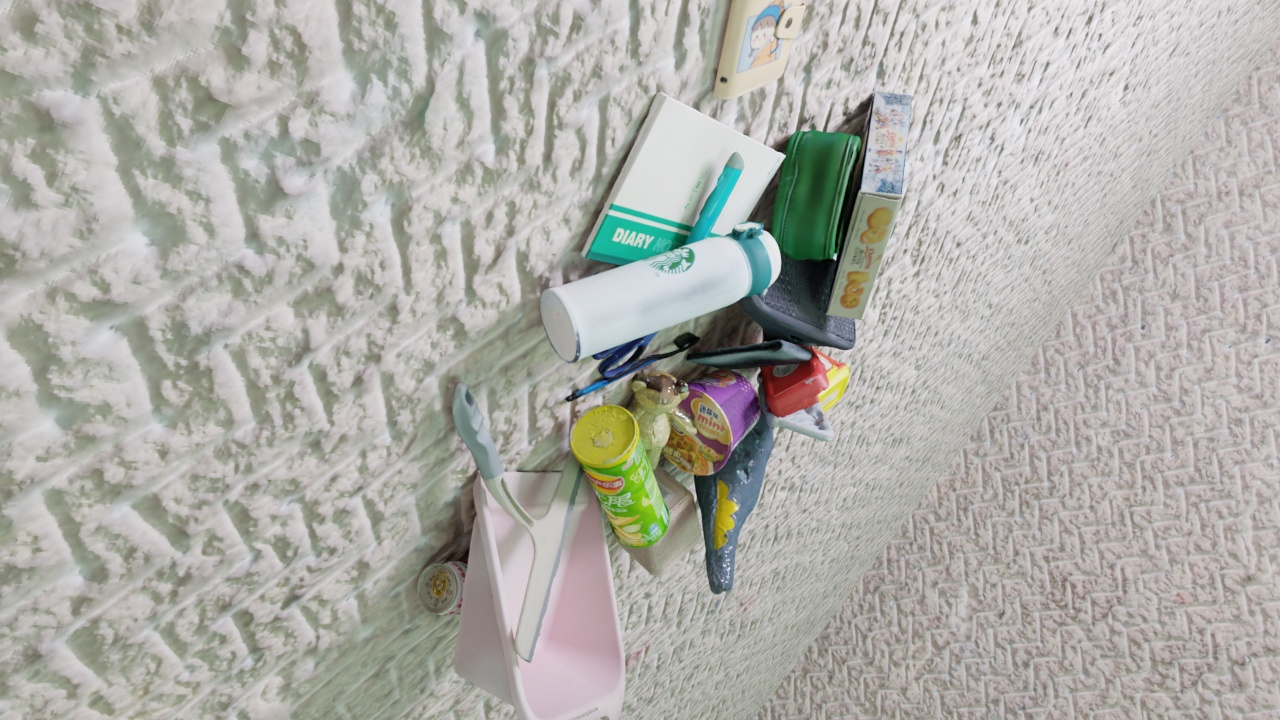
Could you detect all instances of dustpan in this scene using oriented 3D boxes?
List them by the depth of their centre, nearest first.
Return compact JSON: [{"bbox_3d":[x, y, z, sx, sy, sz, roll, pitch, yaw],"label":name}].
[{"bbox_3d":[-0.075,0.253,0.941,0.222,0.139,0.273,8,95,-61],"label":"dustpan"}]

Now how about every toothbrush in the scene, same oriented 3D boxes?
[{"bbox_3d":[-0.006,0.006,0.973,0.189,0.016,0.014,-25,153,-35],"label":"toothbrush"}]

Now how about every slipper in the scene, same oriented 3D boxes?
[{"bbox_3d":[0.164,-0.074,1.054,0.267,0.083,0.110,14,72,-50],"label":"slipper"}]

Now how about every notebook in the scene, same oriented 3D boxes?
[{"bbox_3d":[0.044,-0.146,0.838,0.208,0.012,0.150,4,120,-54],"label":"notebook"}]

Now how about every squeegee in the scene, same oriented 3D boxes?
[{"bbox_3d":[-0.129,0.107,0.847,0.247,0.039,0.245,68,26,-42],"label":"squeegee"}]

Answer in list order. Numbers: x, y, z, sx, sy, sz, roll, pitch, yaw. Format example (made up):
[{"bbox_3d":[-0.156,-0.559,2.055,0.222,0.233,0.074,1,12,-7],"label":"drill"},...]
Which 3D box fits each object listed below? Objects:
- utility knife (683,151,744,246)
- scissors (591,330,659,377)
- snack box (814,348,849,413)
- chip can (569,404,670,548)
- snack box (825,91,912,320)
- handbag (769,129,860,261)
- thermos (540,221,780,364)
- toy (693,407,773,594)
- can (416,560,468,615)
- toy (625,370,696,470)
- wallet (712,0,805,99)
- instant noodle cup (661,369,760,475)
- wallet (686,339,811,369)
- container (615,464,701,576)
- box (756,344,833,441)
[{"bbox_3d":[0.056,-0.123,0.854,0.029,0.013,0.162,-5,131,-48],"label":"utility knife"},{"bbox_3d":[0.023,-0.037,0.932,0.172,0.012,0.129,-19,145,-30],"label":"scissors"},{"bbox_3d":[0.236,0.030,1.286,0.091,0.080,0.082,-32,149,-31],"label":"snack box"},{"bbox_3d":[-0.018,0.134,1.005,0.072,0.072,0.221,-42,147,-16],"label":"chip can"},{"bbox_3d":[0.251,-0.168,1.009,0.178,0.046,0.182,92,12,-51],"label":"snack box"},{"bbox_3d":[0.181,-0.167,0.947,0.120,0.068,0.131,2,100,-75],"label":"handbag"},{"bbox_3d":[0.025,-0.066,0.818,0.223,0.073,0.073,-21,142,-25],"label":"thermos"},{"bbox_3d":[0.127,0.136,1.190,0.355,0.091,0.138,-59,136,-54],"label":"toy"},{"bbox_3d":[-0.172,0.236,0.962,0.053,0.053,0.132,-54,153,8],"label":"can"},{"bbox_3d":[0.009,0.072,1.032,0.105,0.066,0.158,7,135,-9],"label":"toy"},{"bbox_3d":[0.103,-0.281,0.766,0.087,0.024,0.115,-25,143,-31],"label":"wallet"},{"bbox_3d":[0.083,0.064,1.085,0.099,0.111,0.112,-33,149,-48],"label":"instant noodle cup"},{"bbox_3d":[0.126,-0.006,1.064,0.097,0.121,0.019,14,71,-59],"label":"wallet"},{"bbox_3d":[0.018,0.199,1.167,0.089,0.090,0.111,-39,147,-21],"label":"container"},{"bbox_3d":[0.194,0.045,1.133,0.094,0.091,0.201,-29,-168,11],"label":"box"}]
